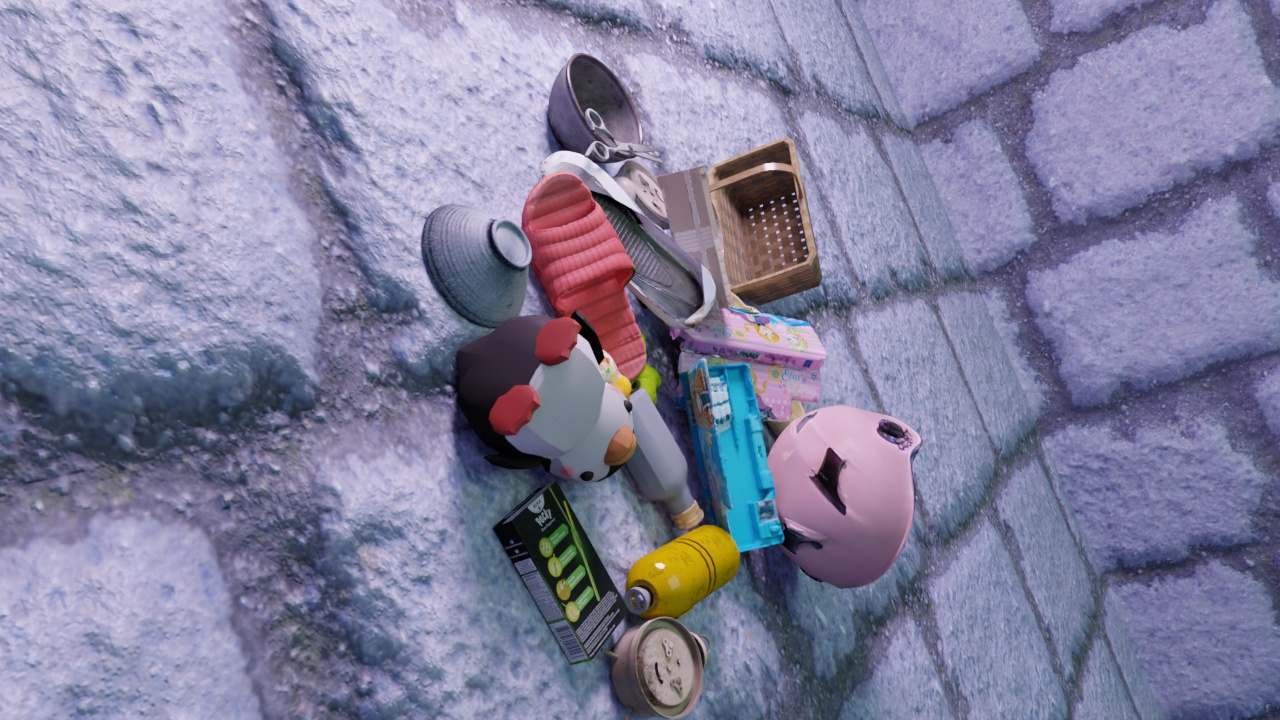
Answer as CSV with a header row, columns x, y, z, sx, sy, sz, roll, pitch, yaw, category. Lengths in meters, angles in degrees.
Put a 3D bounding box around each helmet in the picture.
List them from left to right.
x,y,z,sx,sy,sz,roll,pitch,yaw,category
0.242,0.162,1.169,0.152,0.230,0.255,22,25,-15,helmet

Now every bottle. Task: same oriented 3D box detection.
x,y,z,sx,sy,sz,roll,pitch,yaw,category
-0.058,0.012,0.967,0.109,0.063,0.063,53,34,-18,bottle
0.018,0.115,1.027,0.161,0.046,0.072,60,32,-9,bottle
0.038,0.227,0.959,0.163,0.071,0.071,-11,78,-58,bottle

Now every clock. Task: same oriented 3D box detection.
x,y,z,sx,sy,sz,roll,pitch,yaw,category
-0.015,-0.202,1.176,0.156,0.061,0.103,-1,58,-60,clock
0.023,0.299,0.904,0.140,0.055,0.093,-5,74,-49,clock

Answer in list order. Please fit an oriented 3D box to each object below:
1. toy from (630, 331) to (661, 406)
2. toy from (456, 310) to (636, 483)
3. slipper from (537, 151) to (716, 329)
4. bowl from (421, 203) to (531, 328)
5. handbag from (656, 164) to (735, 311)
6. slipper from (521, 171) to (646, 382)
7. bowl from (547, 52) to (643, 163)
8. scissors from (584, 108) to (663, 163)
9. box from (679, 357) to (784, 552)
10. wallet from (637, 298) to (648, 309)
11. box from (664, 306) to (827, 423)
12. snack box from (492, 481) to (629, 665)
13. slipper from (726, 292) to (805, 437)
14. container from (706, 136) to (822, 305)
x,y,z,sx,sy,sz,roll,pitch,yaw,category
-0.006,0.006,1.076,0.093,0.036,0.094,45,43,-38,toy
-0.081,0.047,0.878,0.184,0.140,0.159,46,68,-44,toy
-0.025,-0.134,1.092,0.264,0.063,0.111,38,62,-13,slipper
-0.147,-0.106,0.919,0.137,0.057,0.136,35,43,-40,bowl
0.089,-0.167,1.217,0.197,0.062,0.176,-44,122,-71,handbag
-0.056,-0.088,1.003,0.103,0.059,0.249,-21,94,-20,slipper
-0.067,-0.308,1.165,0.145,0.067,0.144,34,43,-40,bowl
-0.020,-0.253,1.118,0.161,0.014,0.117,30,45,-39,scissors
0.096,0.116,1.090,0.170,0.085,0.227,6,71,-63,box
0.015,-0.121,1.211,0.091,0.018,0.115,62,30,-5,wallet
0.144,-0.003,1.207,0.230,0.063,0.160,8,60,-26,box
-0.072,0.197,0.857,0.147,0.025,0.080,62,32,-6,snack box
0.189,0.000,1.332,0.261,0.079,0.111,60,29,-10,slipper
0.182,-0.226,1.402,0.186,0.158,0.249,41,38,-52,container
